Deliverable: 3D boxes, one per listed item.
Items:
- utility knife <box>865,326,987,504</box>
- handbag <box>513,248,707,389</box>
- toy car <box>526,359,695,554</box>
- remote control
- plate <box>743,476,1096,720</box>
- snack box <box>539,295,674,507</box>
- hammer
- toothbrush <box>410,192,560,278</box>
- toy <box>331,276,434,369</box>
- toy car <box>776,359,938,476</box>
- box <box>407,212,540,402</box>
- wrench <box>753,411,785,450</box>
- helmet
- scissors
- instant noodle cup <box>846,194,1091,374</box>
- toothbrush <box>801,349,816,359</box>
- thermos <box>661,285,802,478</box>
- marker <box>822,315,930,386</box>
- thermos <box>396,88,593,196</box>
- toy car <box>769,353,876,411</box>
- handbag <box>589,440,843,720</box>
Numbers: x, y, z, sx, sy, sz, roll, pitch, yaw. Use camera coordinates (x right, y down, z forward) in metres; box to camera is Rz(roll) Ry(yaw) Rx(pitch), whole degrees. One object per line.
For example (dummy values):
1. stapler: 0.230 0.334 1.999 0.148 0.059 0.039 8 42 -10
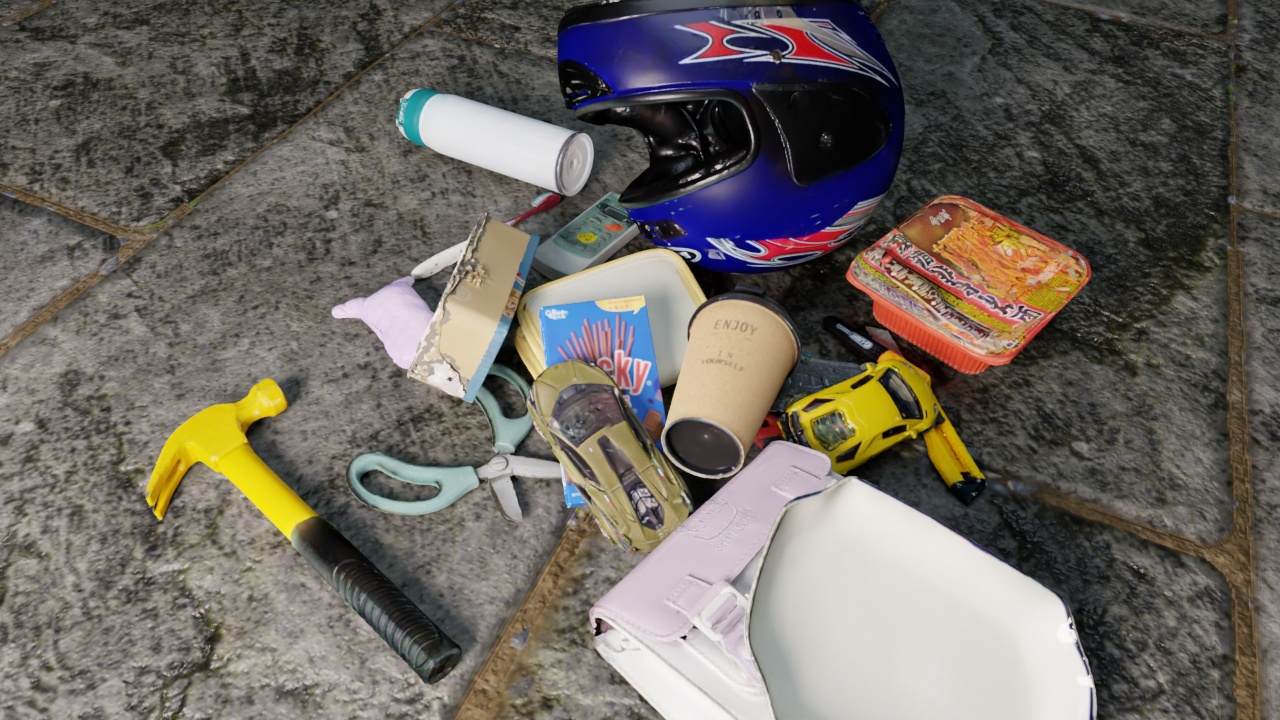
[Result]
1. utility knife: 0.238 0.037 0.781 0.033 0.015 0.202 -7 46 -13
2. handbag: -0.005 0.005 0.779 0.163 0.063 0.178 -21 66 -21
3. toy car: -0.024 0.068 0.671 0.070 0.042 0.158 -34 83 -14
4. remote control: -0.048 -0.122 0.913 0.056 0.019 0.134 30 52 23
5. plate: 0.167 0.180 0.550 0.265 0.034 0.161 29 64 -17
6. snack box: -0.027 0.030 0.714 0.084 0.026 0.157 -8 79 -10
7. hammer: -0.240 0.124 0.660 0.301 0.033 0.128 34 54 26
8. toothbrush: -0.153 -0.128 0.916 0.017 0.016 0.187 31 52 33
9. toy: -0.208 -0.031 0.803 0.083 0.039 0.108 -29 60 -33
10. toy car: 0.176 0.042 0.721 0.155 0.041 0.071 -20 73 -28
11. box: -0.135 -0.051 0.771 0.061 0.090 0.183 26 35 -11
12. wrench: 0.177 0.121 0.698 0.056 0.016 0.273 -30 55 -32
13. helmet: 0.085 -0.198 0.835 0.315 0.240 0.247 -8 9 -22
14. scissors: -0.142 0.060 0.737 0.170 0.019 0.177 1 45 0
15. instant noodle cup: 0.295 -0.066 0.838 0.188 0.079 0.164 -35 58 -30
16. toothbrush: 0.073 -0.034 0.840 0.192 0.016 0.018 25 61 19
17. thermos: 0.066 0.016 0.693 0.093 0.093 0.142 16 44 12
18. marker: 0.207 -0.009 0.812 0.018 0.015 0.124 -37 46 -13
19. thermos: -0.160 -0.238 0.981 0.224 0.073 0.073 22 49 22
20. toy car: 0.160 0.026 0.774 0.120 0.037 0.054 5 50 -12
21. handbag: 0.081 0.154 0.612 0.145 0.099 0.196 31 52 31
